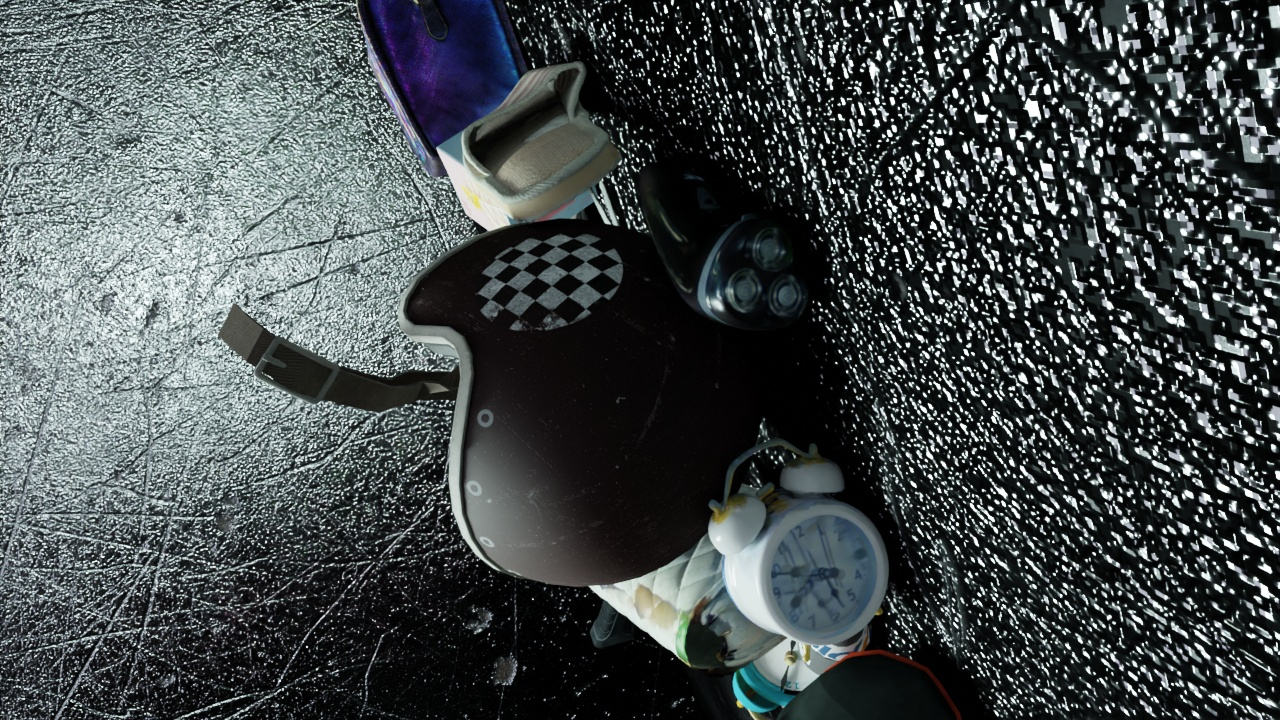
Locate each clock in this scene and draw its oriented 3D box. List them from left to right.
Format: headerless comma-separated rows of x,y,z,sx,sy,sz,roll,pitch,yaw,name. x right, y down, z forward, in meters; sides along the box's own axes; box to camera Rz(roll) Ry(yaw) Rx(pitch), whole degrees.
0.121,0.246,0.732,0.043,0.099,0.130,-47,-46,-61,clock
0.089,0.106,0.530,0.125,0.088,0.052,63,166,-6,clock

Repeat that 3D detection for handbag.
-0.197,-0.303,0.890,0.222,0.125,0.205,67,171,-12,handbag
0.042,0.138,0.649,0.195,0.138,0.072,7,122,64,handbag

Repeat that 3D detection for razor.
0.037,-0.068,0.474,0.140,0.053,0.064,62,139,43,razor

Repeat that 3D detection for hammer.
-0.005,0.187,0.859,0.334,0.117,0.025,106,148,-47,hammer

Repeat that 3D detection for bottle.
0.135,0.190,0.640,0.047,0.047,0.112,59,170,27,bottle

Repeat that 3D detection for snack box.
-0.107,-0.164,0.805,0.095,0.092,0.079,37,157,36,snack box

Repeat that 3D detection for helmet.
-0.054,0.020,0.586,0.254,0.233,0.233,30,158,34,helmet

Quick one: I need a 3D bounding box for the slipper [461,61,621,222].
-0.079,-0.165,0.654,0.052,0.115,0.262,56,-179,-29,slipper

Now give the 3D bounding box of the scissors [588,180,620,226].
-0.012,-0.088,0.795,0.141,0.014,0.165,57,170,24,scissors

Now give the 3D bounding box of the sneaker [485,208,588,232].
-0.114,-0.115,0.941,0.097,0.128,0.263,65,169,-16,sneaker

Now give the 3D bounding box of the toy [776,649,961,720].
0.144,0.224,0.547,0.097,0.099,0.119,36,-179,30,toy
